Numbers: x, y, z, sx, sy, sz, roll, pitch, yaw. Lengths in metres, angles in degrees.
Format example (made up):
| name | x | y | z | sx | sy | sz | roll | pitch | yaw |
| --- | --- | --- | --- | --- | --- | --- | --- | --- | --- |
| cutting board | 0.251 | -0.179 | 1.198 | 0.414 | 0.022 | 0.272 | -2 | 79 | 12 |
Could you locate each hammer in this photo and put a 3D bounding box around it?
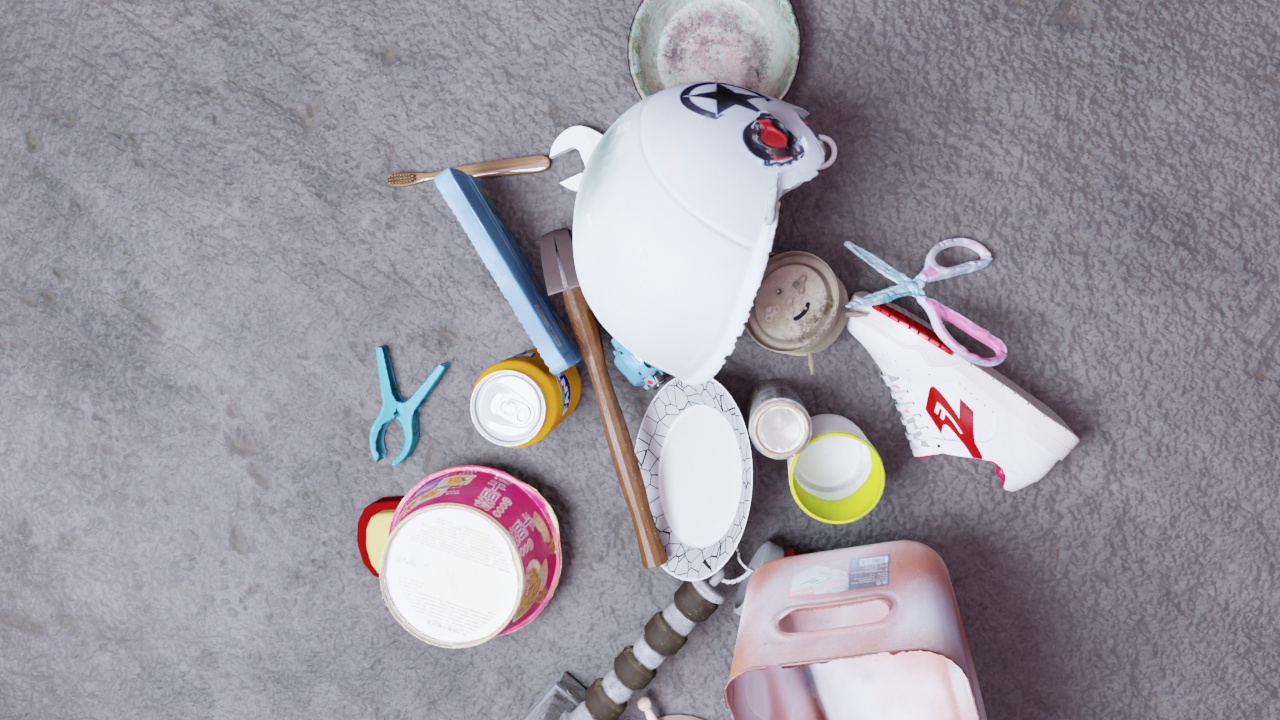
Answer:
| name | x | y | z | sx | sy | sz | roll | pitch | yaw |
| --- | --- | --- | --- | --- | --- | --- | --- | --- | --- |
| hammer | -0.032 | 0.034 | 0.850 | 0.033 | 0.115 | 0.323 | -17 | 90 | 3 |
| hammer | -0.011 | 0.294 | 0.861 | 0.079 | 0.176 | 0.326 | 40 | 99 | 1 |

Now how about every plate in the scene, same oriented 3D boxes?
| name | x | y | z | sx | sy | sz | roll | pitch | yaw |
| --- | --- | --- | --- | --- | --- | --- | --- | --- | --- |
| plate | 0.050 | 0.106 | 0.848 | 0.016 | 0.189 | 0.188 | 6 | 99 | -32 |

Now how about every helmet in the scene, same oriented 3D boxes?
| name | x | y | z | sx | sy | sz | roll | pitch | yaw |
| --- | --- | --- | --- | --- | --- | --- | --- | --- | --- |
| helmet | 0.026 | -0.114 | 0.752 | 0.163 | 0.263 | 0.237 | 19 | 134 | -7 |

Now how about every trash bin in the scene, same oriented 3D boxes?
| name | x | y | z | sx | sy | sz | roll | pitch | yaw |
| --- | --- | --- | --- | --- | --- | --- | --- | --- | --- |
| trash bin | 0.192 | 0.296 | 0.763 | 0.182 | 0.157 | 0.260 | -14 | 111 | 19 |

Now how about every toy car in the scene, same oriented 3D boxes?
| name | x | y | z | sx | sy | sz | roll | pitch | yaw |
| --- | --- | --- | --- | --- | --- | --- | --- | --- | --- |
| toy car | -0.005 | 0.005 | 0.858 | 0.027 | 0.108 | 0.060 | -42 | 85 | -2 |

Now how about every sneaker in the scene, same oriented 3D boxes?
| name | x | y | z | sx | sy | sz | roll | pitch | yaw |
| --- | --- | --- | --- | --- | --- | --- | --- | --- | --- |
| sneaker | 0.272 | 0.038 | 0.847 | 0.236 | 0.090 | 0.104 | 35 | 108 | 0 |

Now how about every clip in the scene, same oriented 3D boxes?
| name | x | y | z | sx | sy | sz | roll | pitch | yaw |
| --- | --- | --- | --- | --- | --- | --- | --- | --- | --- |
| clip | -0.235 | 0.052 | 0.937 | 0.104 | 0.027 | 0.120 | 19 | 98 | 7 |

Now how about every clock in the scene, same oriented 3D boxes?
| name | x | y | z | sx | sy | sz | roll | pitch | yaw |
| --- | --- | --- | --- | --- | --- | --- | --- | --- | --- |
| clock | 0.038 | 0.436 | 0.923 | 0.131 | 0.086 | 0.161 | 17 | 105 | 5 |
| clock | 0.135 | -0.060 | 0.848 | 0.093 | 0.054 | 0.141 | -50 | 58 | 14 |

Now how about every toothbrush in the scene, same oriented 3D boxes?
| name | x | y | z | sx | sy | sz | roll | pitch | yaw |
| --- | --- | --- | --- | --- | --- | --- | --- | --- | --- |
| toothbrush | -0.170 | -0.186 | 0.904 | 0.167 | 0.016 | 0.016 | -5 | 95 | 7 |

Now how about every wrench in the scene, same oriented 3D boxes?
| name | x | y | z | sx | sy | sz | roll | pitch | yaw |
| --- | --- | --- | --- | --- | --- | --- | --- | --- | --- |
| wrench | 0.049 | -0.194 | 0.875 | 0.273 | 0.018 | 0.066 | -1 | 96 | 6 |

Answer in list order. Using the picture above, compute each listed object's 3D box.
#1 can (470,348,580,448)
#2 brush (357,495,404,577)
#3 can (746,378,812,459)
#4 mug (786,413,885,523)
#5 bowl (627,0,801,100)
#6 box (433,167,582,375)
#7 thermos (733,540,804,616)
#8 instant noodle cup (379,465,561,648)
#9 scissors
| name | x | y | z | sx | sy | sz | roll | pitch | yaw |
| --- | --- | --- | --- | --- | --- | --- | --- | --- | --- |
| can | -0.106 | 0.033 | 0.858 | 0.079 | 0.142 | 0.079 | 1 | 97 | 7 |
| brush | -0.207 | 0.181 | 0.939 | 0.173 | 0.041 | 0.082 | -5 | 96 | 8 |
| can | 0.124 | 0.051 | 0.834 | 0.054 | 0.135 | 0.054 | 1 | 96 | 5 |
| mug | 0.177 | 0.097 | 0.848 | 0.082 | 0.106 | 0.082 | 1 | 97 | 6 |
| bowl | 0.068 | -0.285 | 0.850 | 0.157 | 0.038 | 0.157 | 1 | 97 | 7 |
| box | -0.115 | -0.084 | 0.854 | 0.021 | 0.125 | 0.209 | -30 | 92 | 10 |
| thermos | 0.196 | 0.246 | 0.866 | 0.198 | 0.108 | 0.083 | 27 | 62 | 1 |
| instant noodle cup | -0.170 | 0.195 | 0.874 | 0.179 | 0.077 | 0.178 | 1 | 97 | 7 |
| scissors | 0.261 | -0.068 | 0.819 | 0.170 | 0.014 | 0.172 | 36 | 57 | 13 |
